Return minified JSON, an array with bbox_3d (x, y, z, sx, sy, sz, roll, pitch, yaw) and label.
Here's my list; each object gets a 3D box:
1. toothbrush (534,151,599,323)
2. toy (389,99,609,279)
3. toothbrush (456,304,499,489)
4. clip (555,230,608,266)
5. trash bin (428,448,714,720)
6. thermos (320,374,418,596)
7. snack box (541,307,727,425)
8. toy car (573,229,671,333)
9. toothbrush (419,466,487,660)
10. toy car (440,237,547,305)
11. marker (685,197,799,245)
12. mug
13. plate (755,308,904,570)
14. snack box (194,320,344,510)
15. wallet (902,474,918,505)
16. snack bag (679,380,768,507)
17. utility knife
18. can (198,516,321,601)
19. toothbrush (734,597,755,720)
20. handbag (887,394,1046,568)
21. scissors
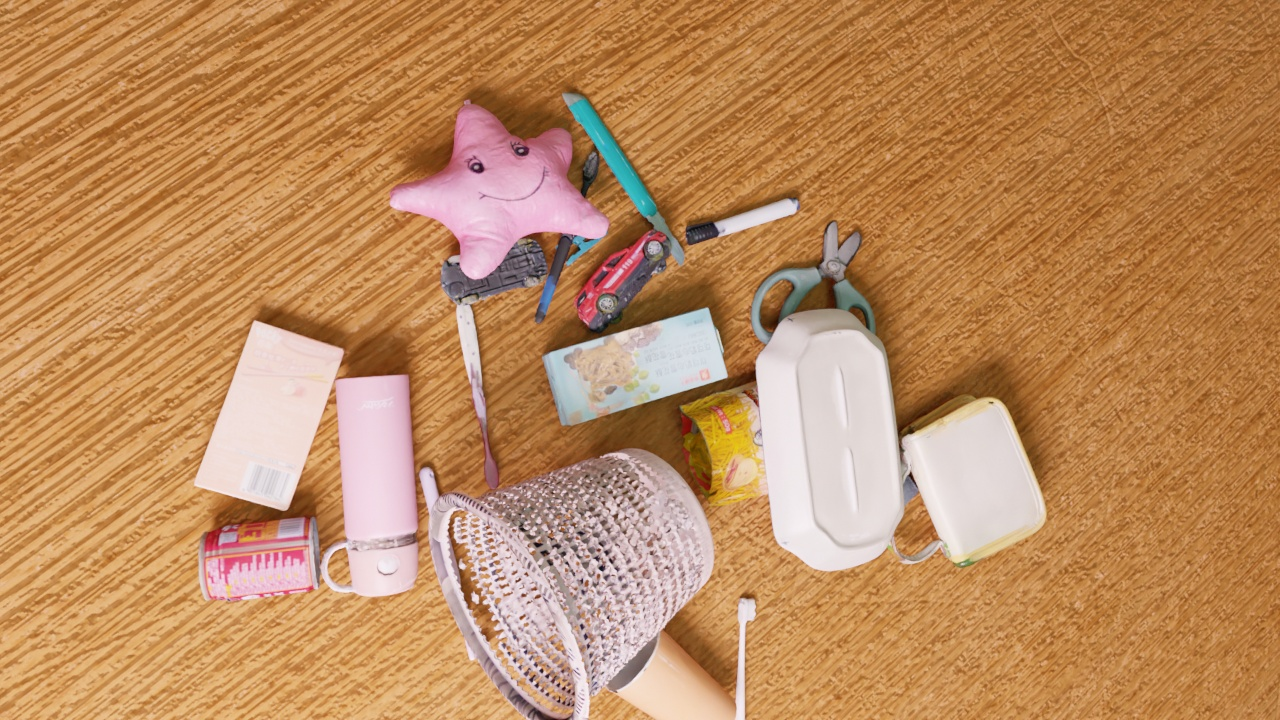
[{"bbox_3d":[-0.072,-0.123,0.904,0.014,0.016,0.189,18,75,0],"label":"toothbrush"},{"bbox_3d":[-0.141,-0.168,0.867,0.194,0.075,0.178,-21,76,-22],"label":"toy"},{"bbox_3d":[-0.158,0.033,0.893,0.016,0.017,0.187,-10,89,-12],"label":"toothbrush"},{"bbox_3d":[-0.057,-0.118,0.922,0.057,0.014,0.048,-37,96,-11],"label":"clip"},{"bbox_3d":[-0.049,0.182,0.821,0.191,0.228,0.227,-26,96,-34],"label":"trash bin"},{"bbox_3d":[-0.250,0.113,0.839,0.087,0.067,0.198,-2,90,-21],"label":"thermos"},{"bbox_3d":[-0.005,0.005,0.913,0.174,0.052,0.074,-17,92,-14],"label":"snack box"},{"bbox_3d":[-0.017,-0.082,0.911,0.045,0.053,0.120,42,83,12],"label":"toy car"},{"bbox_3d":[-0.181,0.193,0.880,0.021,0.029,0.189,-15,92,23],"label":"toothbrush"},{"bbox_3d":[-0.143,-0.086,0.889,0.105,0.031,0.049,-17,90,-19],"label":"toy car"},{"bbox_3d":[0.107,-0.148,0.965,0.130,0.018,0.022,-20,85,-14],"label":"marker"},{"bbox_3d":[0.033,0.326,0.909,0.123,0.078,0.078,43,79,-15],"label":"mug"},{"bbox_3d":[0.200,0.079,0.919,0.161,0.034,0.265,-5,89,-23],"label":"plate"},{"bbox_3d":[-0.336,0.050,0.837,0.084,0.026,0.157,19,83,-12],"label":"snack box"},{"bbox_3d":[0.235,0.144,0.994,0.120,0.019,0.097,-39,100,-14],"label":"wallet"},{"bbox_3d":[0.147,0.073,0.948,0.207,0.073,0.128,-13,80,-19],"label":"snack bag"},{"bbox_3d":[-0.014,-0.185,0.933,0.029,0.013,0.209,-39,98,-39],"label":"utility knife"},{"bbox_3d":[-0.336,0.176,0.814,0.093,0.066,0.066,-4,90,-15],"label":"can"},{"bbox_3d":[0.108,0.338,0.957,0.016,0.016,0.180,4,87,-21],"label":"toothbrush"},{"bbox_3d":[0.331,0.139,0.997,0.178,0.063,0.163,-25,96,-11],"label":"handbag"},{"bbox_3d":[0.208,-0.063,0.977,0.169,0.019,0.177,40,74,5],"label":"scissors"}]
